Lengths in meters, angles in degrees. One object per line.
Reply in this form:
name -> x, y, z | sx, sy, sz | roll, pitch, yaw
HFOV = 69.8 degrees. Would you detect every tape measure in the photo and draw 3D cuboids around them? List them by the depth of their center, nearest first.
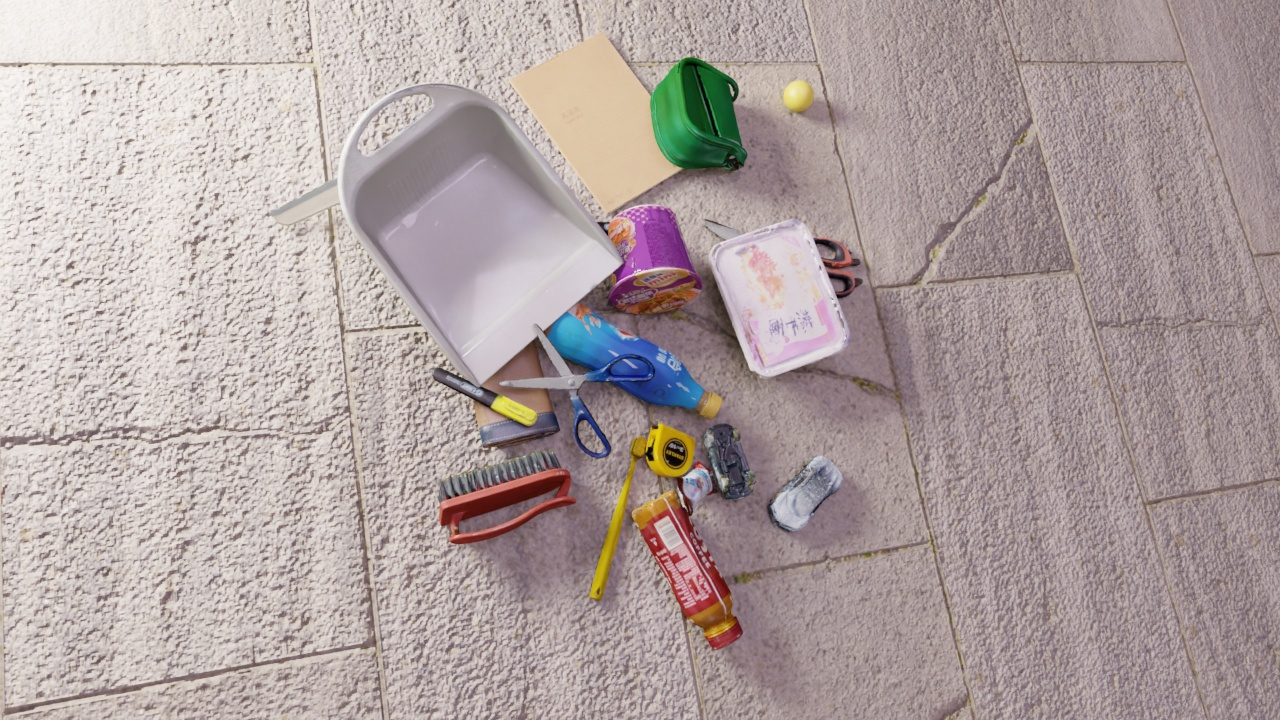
tape measure -> 0.032, 0.106, 1.057 | 0.060, 0.029, 0.057 | 24, 69, -29

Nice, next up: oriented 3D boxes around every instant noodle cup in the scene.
instant noodle cup -> 0.009, -0.121, 1.079 | 0.111, 0.112, 0.099 | -4, 67, -17
instant noodle cup -> 0.163, -0.072, 1.121 | 0.138, 0.060, 0.173 | -19, 86, -15

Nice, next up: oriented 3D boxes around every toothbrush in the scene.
toothbrush -> -0.024, 0.174, 1.030 | 0.015, 0.017, 0.189 | 20, 71, -9

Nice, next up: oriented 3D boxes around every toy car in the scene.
toy car -> 0.102, 0.118, 1.073 | 0.043, 0.034, 0.090 | -15, 77, -17
toy car -> 0.197, 0.158, 1.090 | 0.105, 0.031, 0.049 | -42, 89, -21

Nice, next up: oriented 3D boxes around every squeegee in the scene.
squeegee -> -0.242, -0.121, 1.038 | 0.246, 0.039, 0.246 | -32, 86, -11

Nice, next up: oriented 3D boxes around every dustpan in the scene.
dustpan -> -0.180, -0.148, 0.955 | 0.222, 0.143, 0.257 | -42, 83, -11

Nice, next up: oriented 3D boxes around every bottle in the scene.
bottle -> 0.055, 0.232, 1.015 | 0.057, 0.058, 0.175 | -26, 83, -21
bottle -> -0.006, 0.006, 1.056 | 0.218, 0.065, 0.065 | 29, 69, -7

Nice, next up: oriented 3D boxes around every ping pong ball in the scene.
ping pong ball -> 0.212, -0.355, 1.231 | 0.040, 0.040, 0.040 | 4, 74, -15

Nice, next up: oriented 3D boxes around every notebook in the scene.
notebook -> -0.045, -0.301, 1.159 | 0.149, 0.012, 0.211 | -34, 86, -21

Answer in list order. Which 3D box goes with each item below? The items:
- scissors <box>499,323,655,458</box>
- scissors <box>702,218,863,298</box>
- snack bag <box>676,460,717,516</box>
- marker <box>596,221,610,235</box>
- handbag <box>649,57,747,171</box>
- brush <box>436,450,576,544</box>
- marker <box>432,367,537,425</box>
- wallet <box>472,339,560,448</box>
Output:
scissors -> -0.065, 0.032, 1.011 | 0.175, 0.012, 0.162 | -11, 101, -7
scissors -> 0.183, -0.151, 1.181 | 0.176, 0.015, 0.210 | -37, 88, -20
snack bag -> 0.060, 0.142, 1.031 | 0.026, 0.105, 0.045 | -16, 91, 20
marker -> -0.046, -0.161, 1.118 | 0.123, 0.015, 0.018 | -2, 80, -18
handbag -> 0.078, -0.306, 1.162 | 0.120, 0.068, 0.131 | 10, 62, -32
brush -> -0.142, 0.147, 0.981 | 0.145, 0.063, 0.069 | -15, 68, -21
marker -> -0.169, 0.038, 0.994 | 0.124, 0.015, 0.018 | 26, 65, -2
wallet -> -0.146, 0.036, 1.027 | 0.090, 0.033, 0.115 | -12, 78, -21
